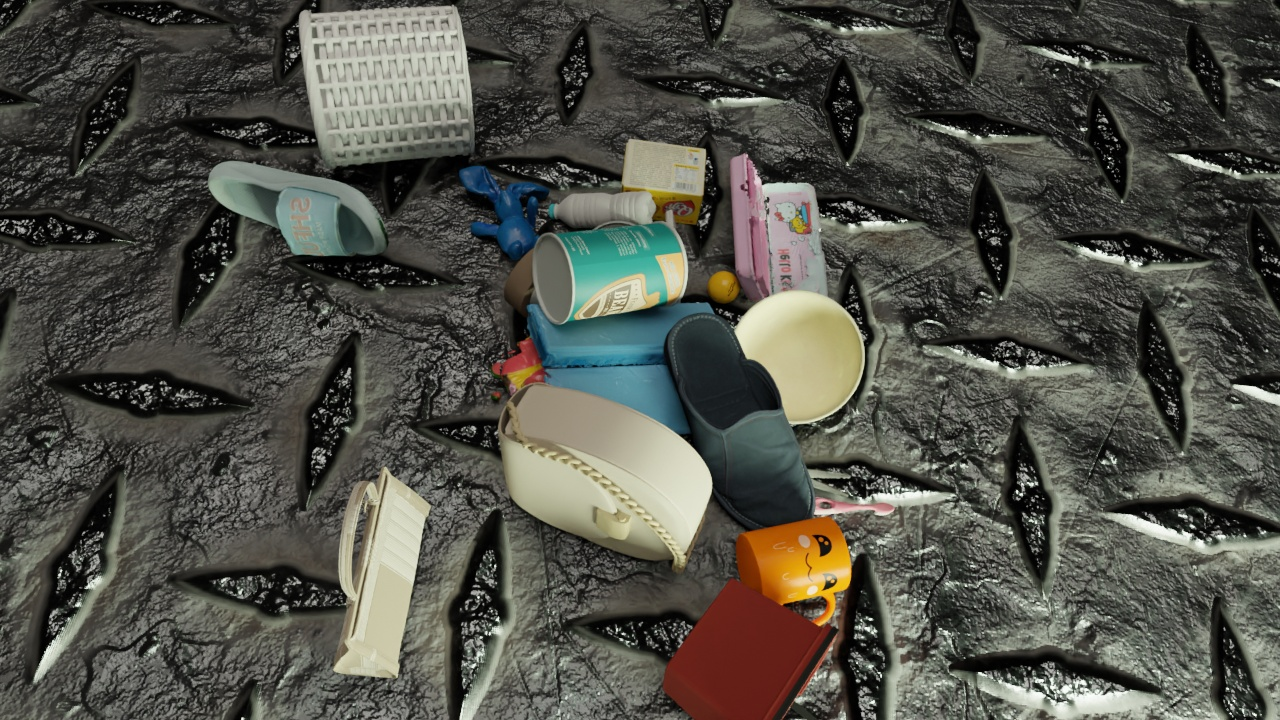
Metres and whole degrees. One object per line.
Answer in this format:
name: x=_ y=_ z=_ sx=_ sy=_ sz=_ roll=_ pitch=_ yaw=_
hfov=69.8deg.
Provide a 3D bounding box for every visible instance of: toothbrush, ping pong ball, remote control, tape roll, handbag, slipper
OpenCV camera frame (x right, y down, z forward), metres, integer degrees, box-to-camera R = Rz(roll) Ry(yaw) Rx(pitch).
toothbrush: x=0.214 y=0.162 z=1.020 sx=0.135 sy=0.016 sz=0.021 roll=4 pitch=59 yaw=0
ping pong ball: x=0.103 y=-0.091 z=1.141 sx=0.040 sy=0.040 sz=0.040 roll=3 pitch=59 yaw=-5
remote control: x=0.041 y=-0.131 z=1.163 sx=0.012 sy=0.033 sz=0.130 roll=-6 pitch=59 yaw=8
tape roll: x=-0.118 y=-0.096 z=1.088 sx=0.030 sy=0.094 sz=0.093 roll=41 pitch=63 yaw=17
handbag: x=-0.034 y=0.111 z=0.907 sx=0.208 sy=0.211 sz=0.103 roll=22 pitch=60 yaw=9
slipper: x=0.107 y=0.067 z=0.987 sx=0.109 sy=0.083 sz=0.265 roll=-23 pitch=83 yaw=-7
slipper: x=-0.414 y=-0.171 z=1.100 sx=0.245 sy=0.104 sz=0.074 roll=17 pitch=61 yaw=11
handbag: x=-0.249 y=0.181 z=0.849 sx=0.062 sy=0.198 sz=0.175 roll=6 pitch=59 yaw=-3

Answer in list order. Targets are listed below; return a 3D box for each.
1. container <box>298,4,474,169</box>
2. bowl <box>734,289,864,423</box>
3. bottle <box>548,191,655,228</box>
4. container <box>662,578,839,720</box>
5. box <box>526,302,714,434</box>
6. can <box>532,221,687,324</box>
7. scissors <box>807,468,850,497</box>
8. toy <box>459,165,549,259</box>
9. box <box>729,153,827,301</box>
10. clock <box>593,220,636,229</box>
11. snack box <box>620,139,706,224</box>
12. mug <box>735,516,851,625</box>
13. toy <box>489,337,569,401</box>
container: x=-0.316 y=-0.347 z=1.161 sx=0.186 sy=0.190 sz=0.189 roll=-8 pitch=61 yaw=-12
bowl: x=0.181 y=-0.003 z=1.064 sx=0.151 sy=0.075 sz=0.150 roll=-1 pitch=87 yaw=12
bottle: x=-0.051 y=-0.191 z=1.169 sx=0.136 sy=0.044 sz=0.044 roll=1 pitch=57 yaw=18
container: x=0.135 y=0.318 z=0.861 sx=0.201 sy=0.127 sz=0.147 roll=32 pitch=61 yaw=20
box: x=-0.003 y=0.002 z=1.044 sx=0.231 sy=0.060 sz=0.175 roll=-3 pitch=60 yaw=-23
can: x=-0.035 y=-0.100 z=1.026 sx=0.143 sy=0.099 sz=0.099 roll=-11 pitch=60 yaw=-29
scissors: x=0.151 y=0.132 z=1.031 sx=0.153 sy=0.014 sz=0.130 roll=39 pitch=62 yaw=20
toy: x=-0.155 y=-0.180 z=1.152 sx=0.112 sy=0.071 sz=0.176 roll=-13 pitch=51 yaw=-16
box: x=0.178 y=-0.169 z=1.176 sx=0.101 sy=0.111 sz=0.201 roll=-10 pitch=57 yaw=17
clock: x=-0.041 y=-0.125 z=1.136 sx=0.148 sy=0.056 sz=0.103 roll=15 pitch=68 yaw=-3
snack box: x=0.028 y=-0.234 z=1.205 sx=0.106 sy=0.061 sz=0.083 roll=7 pitch=59 yaw=-2
mug: x=0.159 y=0.225 z=0.949 sx=0.096 sy=0.078 sz=0.112 roll=-9 pitch=92 yaw=-12
toy: x=-0.123 y=0.011 z=1.057 sx=0.084 sy=0.046 sz=0.103 roll=16 pitch=53 yaw=19
